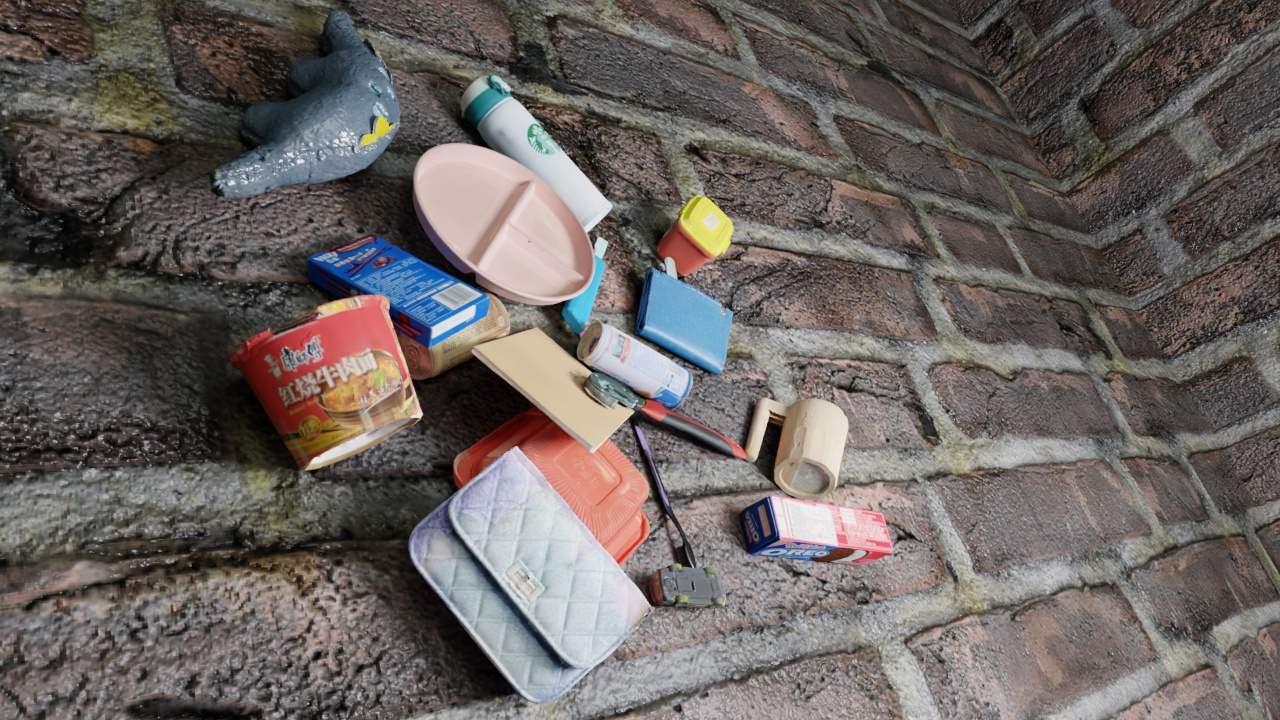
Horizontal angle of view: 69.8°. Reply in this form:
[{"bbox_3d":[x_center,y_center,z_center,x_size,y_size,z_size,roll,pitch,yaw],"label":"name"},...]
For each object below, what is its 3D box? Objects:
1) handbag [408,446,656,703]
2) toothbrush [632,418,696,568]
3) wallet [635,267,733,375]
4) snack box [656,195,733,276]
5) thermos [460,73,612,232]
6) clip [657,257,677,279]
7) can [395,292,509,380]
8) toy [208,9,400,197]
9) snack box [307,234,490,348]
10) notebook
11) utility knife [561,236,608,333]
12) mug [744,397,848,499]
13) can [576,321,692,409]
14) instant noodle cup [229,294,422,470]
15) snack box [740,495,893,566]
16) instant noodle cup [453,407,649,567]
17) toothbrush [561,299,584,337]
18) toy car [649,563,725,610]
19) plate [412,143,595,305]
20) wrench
[{"bbox_3d":[-0.097,0.187,0.788,0.134,0.076,0.194,-41,89,-16],"label":"handbag"},{"bbox_3d":[0.023,0.148,1.021,0.014,0.017,0.189,12,49,-51],"label":"toothbrush"},{"bbox_3d":[0.056,-0.051,1.182,0.133,0.040,0.106,27,55,-27],"label":"wallet"},{"bbox_3d":[0.073,-0.167,1.255,0.082,0.080,0.091,42,40,-8],"label":"snack box"},{"bbox_3d":[-0.132,-0.255,1.140,0.224,0.073,0.073,48,40,-2],"label":"thermos"},{"bbox_3d":[0.038,-0.109,1.230,0.025,0.031,0.057,2,67,-39],"label":"clip"},{"bbox_3d":[-0.188,-0.026,0.921,0.058,0.059,0.116,53,39,4],"label":"can"},{"bbox_3d":[-0.325,-0.257,0.952,0.138,0.092,0.355,23,43,-12],"label":"toy"},{"bbox_3d":[-0.233,-0.070,0.886,0.157,0.026,0.084,28,36,19],"label":"snack box"},{"bbox_3d":[-0.080,0.023,0.933,0.148,0.008,0.207,40,12,3],"label":"notebook"},{"bbox_3d":[-0.062,-0.101,1.120,0.034,0.018,0.198,45,32,-21],"label":"utility knife"},{"bbox_3d":[0.198,0.106,1.169,0.124,0.084,0.103,20,44,3],"label":"mug"},{"bbox_3d":[-0.006,0.006,1.063,0.134,0.053,0.053,29,44,-28],"label":"can"},{"bbox_3d":[-0.255,0.022,0.774,0.137,0.138,0.108,-23,85,-49],"label":"instant noodle cup"},{"bbox_3d":[0.216,0.208,1.115,0.207,0.057,0.058,14,54,-35],"label":"snack box"},{"bbox_3d":[-0.072,0.125,0.897,0.189,0.079,0.164,46,35,3],"label":"instant noodle cup"},{"bbox_3d":[-0.092,-0.080,1.085,0.014,0.018,0.189,-15,72,-50],"label":"toothbrush"},{"bbox_3d":[0.051,0.238,0.955,0.090,0.035,0.042,13,53,-36],"label":"toy car"},{"bbox_3d":[-0.152,-0.150,1.022,0.229,0.028,0.229,27,38,-25],"label":"plate"},{"bbox_3d":[0.034,0.066,1.050,0.273,0.016,0.056,26,19,-43],"label":"wrench"}]
